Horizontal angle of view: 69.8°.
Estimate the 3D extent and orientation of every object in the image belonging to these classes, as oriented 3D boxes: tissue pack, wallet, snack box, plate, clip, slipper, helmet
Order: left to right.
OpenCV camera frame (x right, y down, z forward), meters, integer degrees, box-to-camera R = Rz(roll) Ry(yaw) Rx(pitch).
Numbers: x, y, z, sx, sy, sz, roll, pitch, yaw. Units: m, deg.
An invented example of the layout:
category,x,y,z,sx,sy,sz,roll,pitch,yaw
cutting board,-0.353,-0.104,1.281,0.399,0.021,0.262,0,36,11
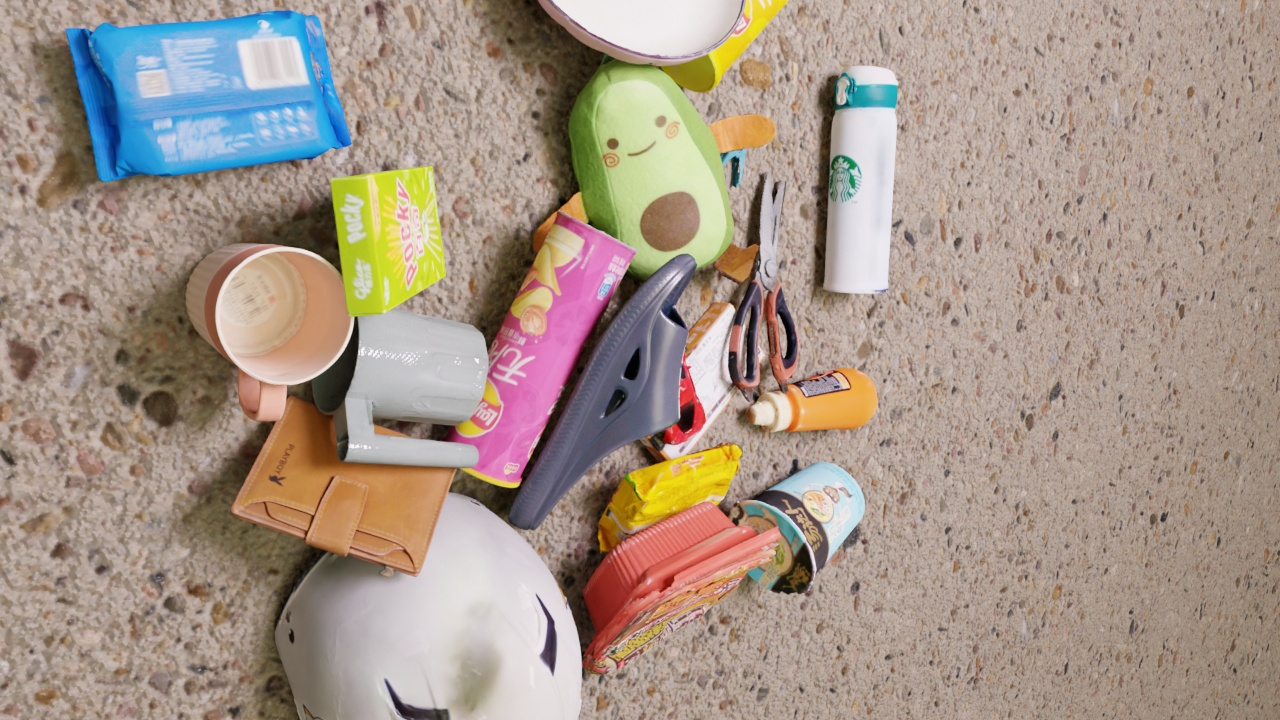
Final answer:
category,x,y,z,sx,sy,sz,roll,pitch,yaw
tissue pack,-0.270,-0.168,0.585,0.156,0.052,0.095,-19,108,-33
wallet,-0.203,0.093,0.639,0.130,0.035,0.118,22,42,-13
snack box,-0.167,-0.086,0.624,0.026,0.156,0.086,-3,103,3
helmet,-0.136,0.245,0.702,0.229,0.157,0.274,-29,115,-28
slipper,-0.012,0.039,0.744,0.083,0.110,0.268,33,104,4
plate,-0.010,-0.307,0.719,0.192,0.039,0.192,8,68,-20
snack box,0.053,0.022,0.878,0.153,0.026,0.075,-50,123,-18
clip,0.088,-0.195,0.868,0.033,0.013,0.054,21,86,-38

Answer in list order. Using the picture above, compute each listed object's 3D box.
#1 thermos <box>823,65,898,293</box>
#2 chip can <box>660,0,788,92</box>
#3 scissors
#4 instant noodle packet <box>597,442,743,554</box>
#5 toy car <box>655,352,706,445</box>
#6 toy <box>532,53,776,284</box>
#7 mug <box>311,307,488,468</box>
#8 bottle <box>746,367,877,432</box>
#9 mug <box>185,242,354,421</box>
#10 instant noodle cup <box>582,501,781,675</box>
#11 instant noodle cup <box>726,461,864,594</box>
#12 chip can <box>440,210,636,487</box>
category,x,y,z,sx,sy,sz,roll,pitch,yaw
thermos,0.224,-0.183,0.937,0.073,0.073,0.224,-7,103,-35
chip can,0.100,-0.333,0.811,0.213,0.072,0.072,-50,124,-17
scissors,0.130,-0.070,0.903,0.201,0.015,0.206,-50,122,-31
instant noodle packet,0.024,0.127,0.847,0.128,0.044,0.111,-15,145,-33
toy car,0.027,0.024,0.824,0.049,0.031,0.106,-29,112,-28
toy,0.014,-0.141,0.772,0.227,0.090,0.247,-30,121,-7
mug,-0.171,0.021,0.662,0.103,0.084,0.123,10,53,-40
bottle,0.175,0.047,0.955,0.149,0.067,0.067,-7,104,-28
mug,-0.245,-0.020,0.599,0.081,0.106,0.114,0,99,-36
instant noodle cup,0.024,0.197,0.825,0.164,0.079,0.189,-19,155,-33
instant noodle cup,0.167,0.164,0.950,0.120,0.111,0.111,-31,116,-37
chip can,-0.081,-0.008,0.719,0.071,0.071,0.210,23,97,-37
